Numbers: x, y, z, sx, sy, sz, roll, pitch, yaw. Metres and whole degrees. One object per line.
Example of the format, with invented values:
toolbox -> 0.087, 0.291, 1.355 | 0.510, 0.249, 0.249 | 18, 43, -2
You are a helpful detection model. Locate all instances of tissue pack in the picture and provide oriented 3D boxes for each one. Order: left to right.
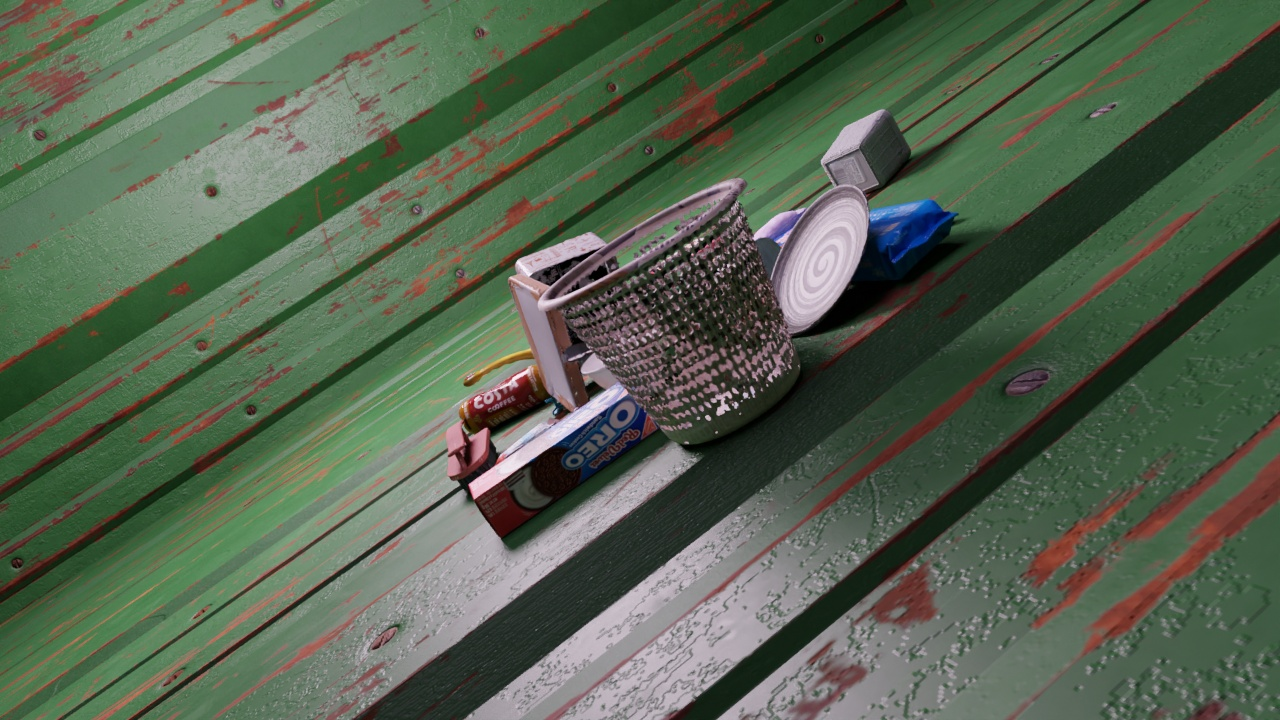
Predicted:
tissue pack -> 0.270, -0.127, 1.004 | 0.094, 0.052, 0.157 | -39, 15, -14

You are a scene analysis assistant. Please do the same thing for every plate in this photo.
plate -> 0.199, -0.106, 1.007 | 0.180, 0.024, 0.179 | -51, 26, 37

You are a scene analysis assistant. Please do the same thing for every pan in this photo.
pan -> -0.131, -0.036, 1.520 | 0.356, 0.078, 0.198 | -38, 14, -22

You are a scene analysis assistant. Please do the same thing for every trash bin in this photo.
trash bin -> 0.046, -0.036, 0.882 | 0.228, 0.192, 0.227 | -30, 13, 8

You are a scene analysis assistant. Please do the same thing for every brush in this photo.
brush -> -0.227, 0.122, 1.199 | 0.063, 0.069, 0.146 | -34, 14, -2

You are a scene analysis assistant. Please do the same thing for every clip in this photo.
clip -> -0.115, 0.057, 1.285 | 0.015, 0.049, 0.056 | -29, 5, 23

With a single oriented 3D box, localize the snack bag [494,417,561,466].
snack bag -> -0.141, 0.107, 1.152 | 0.104, 0.026, 0.048 | -38, 21, -25

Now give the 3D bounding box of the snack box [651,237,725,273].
snack box -> 0.079, -0.160, 1.557 | 0.127, 0.044, 0.113 | -35, 15, -15

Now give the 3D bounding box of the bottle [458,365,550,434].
bottle -> -0.189, 0.053, 1.382 | 0.175, 0.057, 0.057 | -28, 14, 18

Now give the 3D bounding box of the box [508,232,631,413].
box -> -0.077, -0.053, 1.227 | 0.156, 0.183, 0.193 | -24, 27, -13

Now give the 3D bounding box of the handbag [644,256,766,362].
handbag -> 0.076, -0.058, 1.038 | 0.067, 0.131, 0.120 | -49, 24, -25

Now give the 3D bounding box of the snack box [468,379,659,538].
snack box -> -0.081, 0.101, 0.978 | 0.207, 0.057, 0.058 | -34, 17, -8

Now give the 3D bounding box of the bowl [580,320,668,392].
bowl -> -0.007, 0.007, 1.125 | 0.118, 0.065, 0.118 | -31, 14, 9

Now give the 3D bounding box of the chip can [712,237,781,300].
chip can -> 0.104, -0.110, 1.274 | 0.071, 0.071, 0.215 | -42, 16, -33

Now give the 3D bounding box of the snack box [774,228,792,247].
snack box -> 0.220, -0.168, 1.310 | 0.157, 0.026, 0.084 | -34, 13, -4

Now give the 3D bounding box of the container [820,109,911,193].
container -> 0.345, -0.312, 1.412 | 0.090, 0.090, 0.114 | -19, 22, 45

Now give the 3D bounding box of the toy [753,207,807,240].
toy -> 0.202, -0.192, 1.411 | 0.107, 0.039, 0.084 | -42, 2, -19
